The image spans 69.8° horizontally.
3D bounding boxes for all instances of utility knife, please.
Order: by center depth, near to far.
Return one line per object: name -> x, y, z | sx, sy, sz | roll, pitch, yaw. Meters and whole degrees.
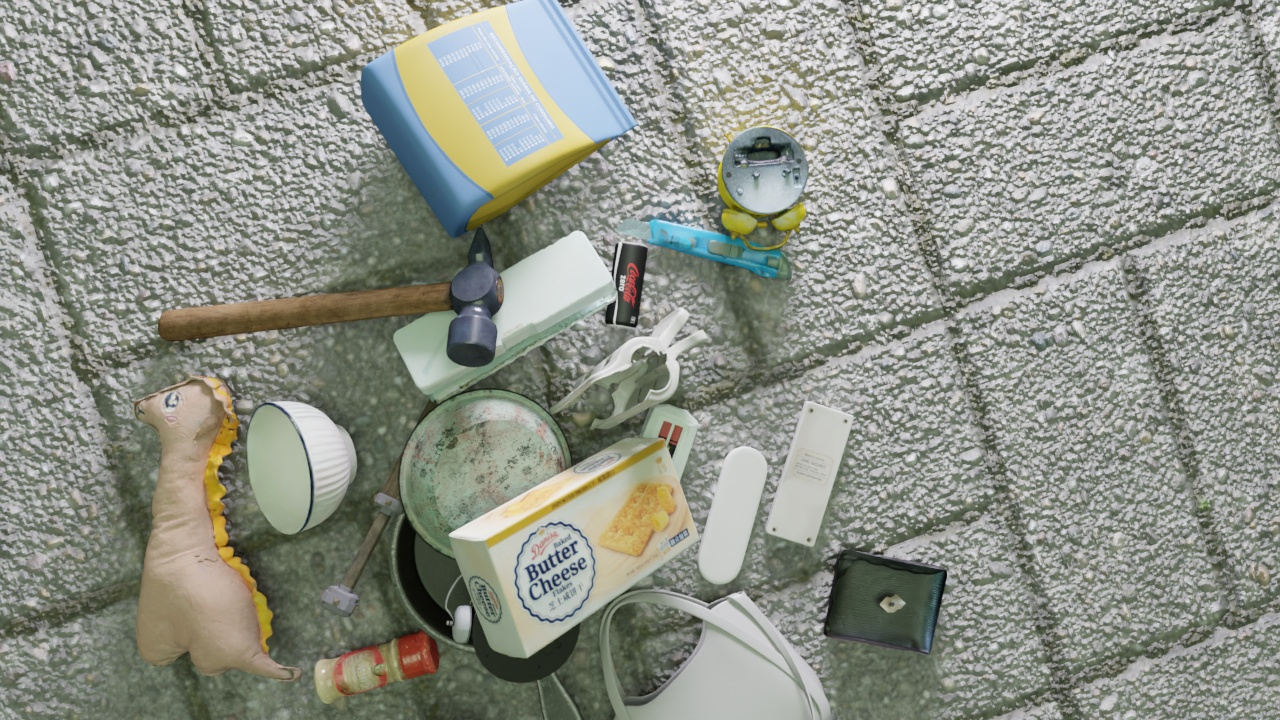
utility knife -> 0.064, -0.111, 0.891 | 0.178, 0.015, 0.031 | 12, 84, -4

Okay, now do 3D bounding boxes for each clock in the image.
clock -> -0.113, 0.226, 0.806 | 0.122, 0.035, 0.094 | 32, 83, -16
clock -> 0.115, -0.164, 0.873 | 0.083, 0.057, 0.118 | -6, 90, -6

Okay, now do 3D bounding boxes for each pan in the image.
pan -> -0.104, 0.256, 0.855 | 0.187, 0.055, 0.357 | -23, 92, -5

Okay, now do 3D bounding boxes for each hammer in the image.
hammer -> -0.278, -0.046, 0.814 | 0.322, 0.040, 0.129 | -5, 59, 9
hammer -> -0.204, 0.079, 0.830 | 0.147, 0.028, 0.316 | 24, 76, 4

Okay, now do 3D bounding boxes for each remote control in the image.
remote control -> 0.012, 0.113, 0.881 | 0.049, 0.024, 0.143 | 20, 88, -5
remote control -> 0.089, 0.151, 0.894 | 0.043, 0.013, 0.136 | 16, 89, -5
remote control -> 0.166, 0.112, 0.902 | 0.050, 0.011, 0.136 | 18, 88, -5

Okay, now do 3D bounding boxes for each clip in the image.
clip -> 0.002, 0.019, 0.839 | 0.152, 0.126, 0.097 | -24, 87, -30

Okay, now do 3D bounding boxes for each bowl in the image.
bowl -> -0.130, 0.103, 0.805 | 0.157, 0.039, 0.157 | 0, 91, -21
bowl -> -0.297, 0.091, 0.822 | 0.062, 0.118, 0.118 | -11, 91, -47

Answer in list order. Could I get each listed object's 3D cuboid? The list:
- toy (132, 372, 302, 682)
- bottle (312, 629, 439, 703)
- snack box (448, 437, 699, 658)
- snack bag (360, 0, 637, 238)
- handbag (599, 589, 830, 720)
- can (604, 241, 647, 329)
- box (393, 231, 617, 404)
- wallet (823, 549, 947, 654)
toy -> -0.377, 0.149, 0.822 | 0.196, 0.065, 0.264 | 9, 88, 5
bottle -> -0.244, 0.283, 0.849 | 0.109, 0.044, 0.044 | -15, 91, -5
snack box -> -0.050, 0.150, 0.780 | 0.207, 0.058, 0.104 | -25, 101, -40
snack bag -> -0.125, -0.231, 0.837 | 0.205, 0.102, 0.159 | -34, 93, -17
handbag -> 0.044, 0.316, 0.857 | 0.222, 0.095, 0.215 | 43, 87, 5
can -> -0.014, -0.071, 0.874 | 0.031, 0.031, 0.080 | 8, 89, -5
box -> -0.121, -0.042, 0.825 | 0.199, 0.066, 0.083 | -32, 92, -6
wallet -> 0.239, 0.237, 0.901 | 0.115, 0.026, 0.089 | 12, 89, -5
